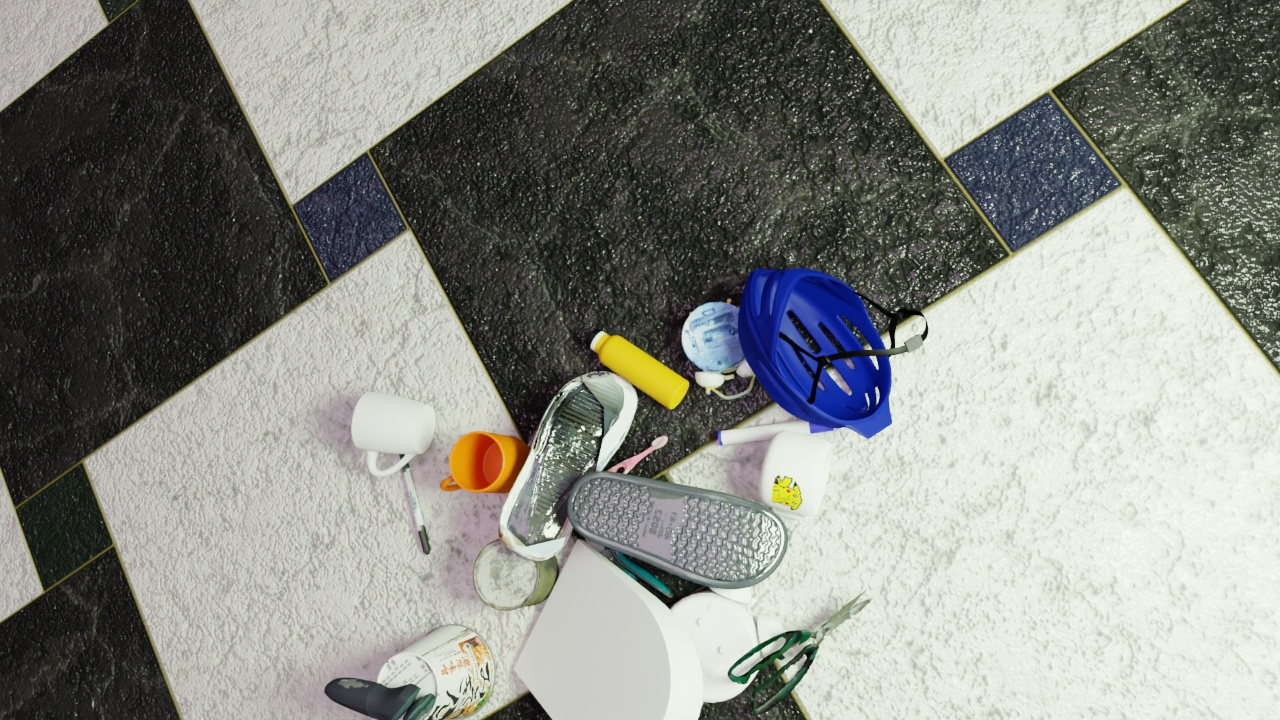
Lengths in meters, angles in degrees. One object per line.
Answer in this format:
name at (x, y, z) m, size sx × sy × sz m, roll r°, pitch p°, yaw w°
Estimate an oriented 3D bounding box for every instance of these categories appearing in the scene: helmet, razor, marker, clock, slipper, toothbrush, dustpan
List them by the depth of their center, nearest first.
helmet at (0.219, -0.029, 1.042) m, size 0.147 × 0.228 × 0.241 m, roll -28°, pitch 81°, yaw -24°
razor at (-0.314, 0.402, 1.092) m, size 0.143 × 0.047 × 0.052 m, roll 7°, pitch 108°, yaw 20°
clock at (0.084, 0.340, 1.098) m, size 0.161 × 0.073 × 0.125 m, roll -42°, pitch 73°, yaw 7°
dustpan at (-0.033, 0.364, 1.103) m, size 0.258 × 0.053 × 0.191 m, roll 30°, pitch 95°, yaw 50°
slipper at (0.043, 0.207, 1.119) m, size 0.268 × 0.083 × 0.110 m, roll 13°, pitch 76°, yaw 11°
marker at (0.168, 0.088, 1.140) m, size 0.142 × 0.020 × 0.020 m, roll -9°, pitch 79°, yaw 16°
clock at (0.104, -0.013, 1.157) m, size 0.089 × 0.052 × 0.125 m, roll -18°, pitch 77°, yaw 12°
slipper at (-0.096, 0.130, 1.178) m, size 0.111 × 0.063 × 0.263 m, roll 26°, pitch 69°, yaw -3°
toothbrush at (-0.020, 0.139, 1.188) m, size 0.135 × 0.016 × 0.021 m, roll -38°, pitch 72°, yaw 7°
marker at (-0.312, 0.194, 1.268) m, size 0.011 × 0.011 × 0.152 m, roll -21°, pitch 76°, yaw 12°

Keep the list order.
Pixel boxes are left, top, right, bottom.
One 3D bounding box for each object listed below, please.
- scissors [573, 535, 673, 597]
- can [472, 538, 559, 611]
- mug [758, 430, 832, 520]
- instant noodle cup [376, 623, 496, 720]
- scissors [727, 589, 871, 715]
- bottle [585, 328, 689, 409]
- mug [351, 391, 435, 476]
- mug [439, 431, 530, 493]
scissors at (-0.022, 0.275, 1.168) m, size 0.155 × 0.019 × 0.126 m, roll -2°, pitch 80°, yaw 17°
can at (-0.159, 0.273, 1.179) m, size 0.090 × 0.074 × 0.089 m, roll -3°, pitch 80°, yaw 15°
mug at (0.183, 0.142, 1.095) m, size 0.068 × 0.094 × 0.116 m, roll 13°, pitch 123°, yaw 19°
instant noodle cup at (-0.265, 0.405, 1.164) m, size 0.124 × 0.121 × 0.123 m, roll -2°, pitch 81°, yaw 16°
scissors at (0.196, 0.346, 1.079) m, size 0.209 × 0.137 × 0.015 m, roll -25°, pitch 38°, yaw -15°
bottle at (-0.007, 0.007, 1.190) m, size 0.144 × 0.043 × 0.043 m, roll 34°, pitch 92°, yaw 18°
mug at (-0.337, 0.104, 1.254) m, size 0.088 × 0.081 × 0.114 m, roll 8°, pitch 91°, yaw 11°
mug at (-0.208, 0.143, 1.200) m, size 0.113 × 0.096 × 0.077 m, roll -31°, pitch 75°, yaw 9°
